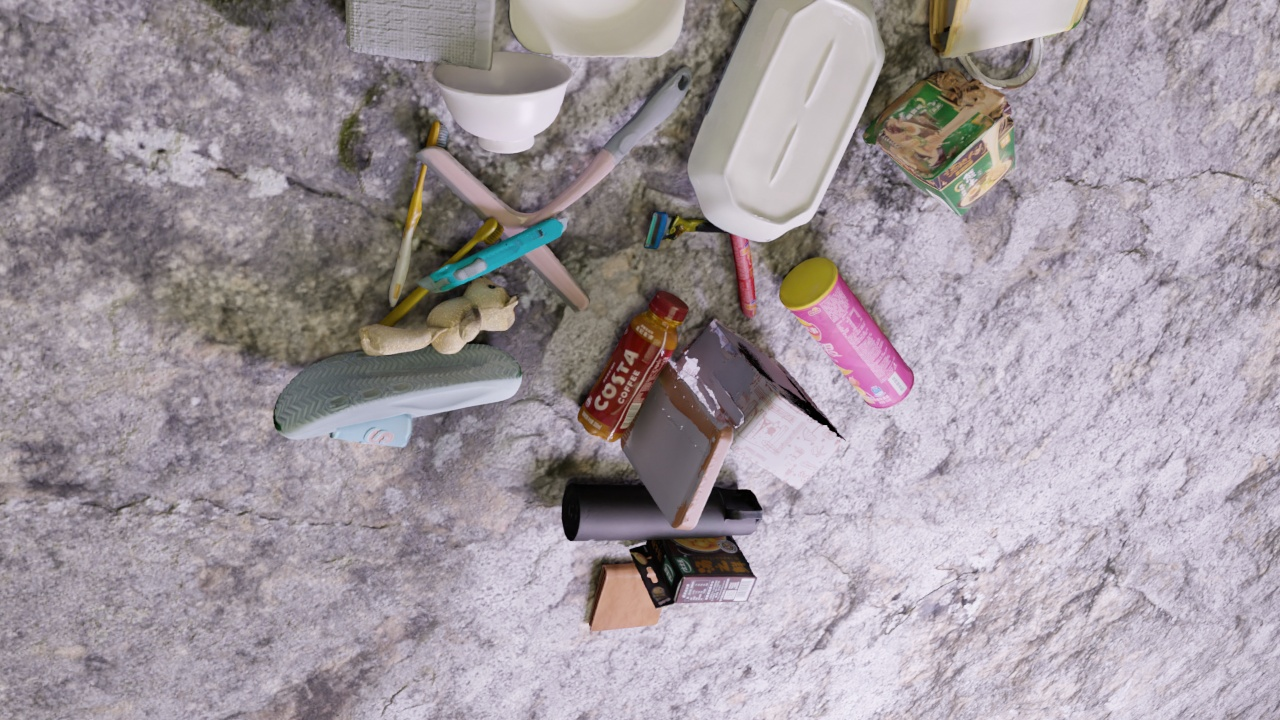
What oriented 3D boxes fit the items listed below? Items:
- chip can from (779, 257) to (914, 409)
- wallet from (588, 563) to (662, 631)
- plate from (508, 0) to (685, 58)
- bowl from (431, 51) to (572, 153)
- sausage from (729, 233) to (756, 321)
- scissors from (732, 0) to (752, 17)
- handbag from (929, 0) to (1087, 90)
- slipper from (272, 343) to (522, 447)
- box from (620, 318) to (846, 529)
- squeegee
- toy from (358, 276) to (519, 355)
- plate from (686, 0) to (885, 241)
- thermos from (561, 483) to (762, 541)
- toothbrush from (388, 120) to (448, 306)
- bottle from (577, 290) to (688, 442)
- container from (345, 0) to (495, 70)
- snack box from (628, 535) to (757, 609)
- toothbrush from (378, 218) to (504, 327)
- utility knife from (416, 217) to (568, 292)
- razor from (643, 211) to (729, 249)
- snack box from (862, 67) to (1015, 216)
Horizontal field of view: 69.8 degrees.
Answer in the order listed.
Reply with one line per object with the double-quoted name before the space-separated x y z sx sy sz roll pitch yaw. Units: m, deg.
"chip can" 0.245 -0.027 1.075 0.071 0.071 0.210 -41 125 7
"wallet" -0.012 0.314 1.221 0.101 0.020 0.115 2 122 -22
"plate" -0.037 -0.350 0.797 0.164 0.034 0.164 -4 121 -18
"bowl" -0.118 -0.220 0.798 0.118 0.118 0.065 -9 126 -15
"sausage" 0.113 -0.101 1.000 0.020 0.020 0.156 -22 135 -7
"scissors" 0.147 -0.307 0.907 0.175 0.014 0.160 3 116 -19
"handbag" 0.372 -0.356 0.938 0.163 0.063 0.179 -16 139 -11
"slipper" -0.240 0.038 0.923 0.245 0.104 0.074 -9 125 -22
"box" 0.084 0.085 1.016 0.156 0.183 0.193 30 106 -32
"squeegee" -0.040 -0.193 0.886 0.250 0.040 0.247 -42 128 5
"toy" -0.196 -0.037 0.900 0.157 0.105 0.066 -19 91 -27
"plate" 0.151 -0.243 0.902 0.162 0.034 0.266 18 104 -26
"thermos" 0.032 0.183 1.118 0.242 0.090 0.068 3 79 -22
"toothbrush" -0.213 -0.136 0.875 0.018 0.016 0.192 5 118 -32
"bottle" -0.006 0.006 1.011 0.057 0.057 0.175 20 111 -29
"container" -0.181 -0.293 0.748 0.114 0.090 0.090 -1 119 -16
"snack box" 0.065 0.254 1.154 0.125 0.113 0.053 6 116 -24
"toothbrush" -0.206 -0.072 0.904 0.190 0.015 0.016 -40 136 14
"utility knife" -0.140 -0.101 0.885 0.157 0.013 0.029 -26 139 0
"razor" 0.069 -0.141 0.971 0.142 0.022 0.043 -4 131 -25
"snack box" 0.326 -0.221 0.969 0.117 0.118 0.105 -42 135 7
